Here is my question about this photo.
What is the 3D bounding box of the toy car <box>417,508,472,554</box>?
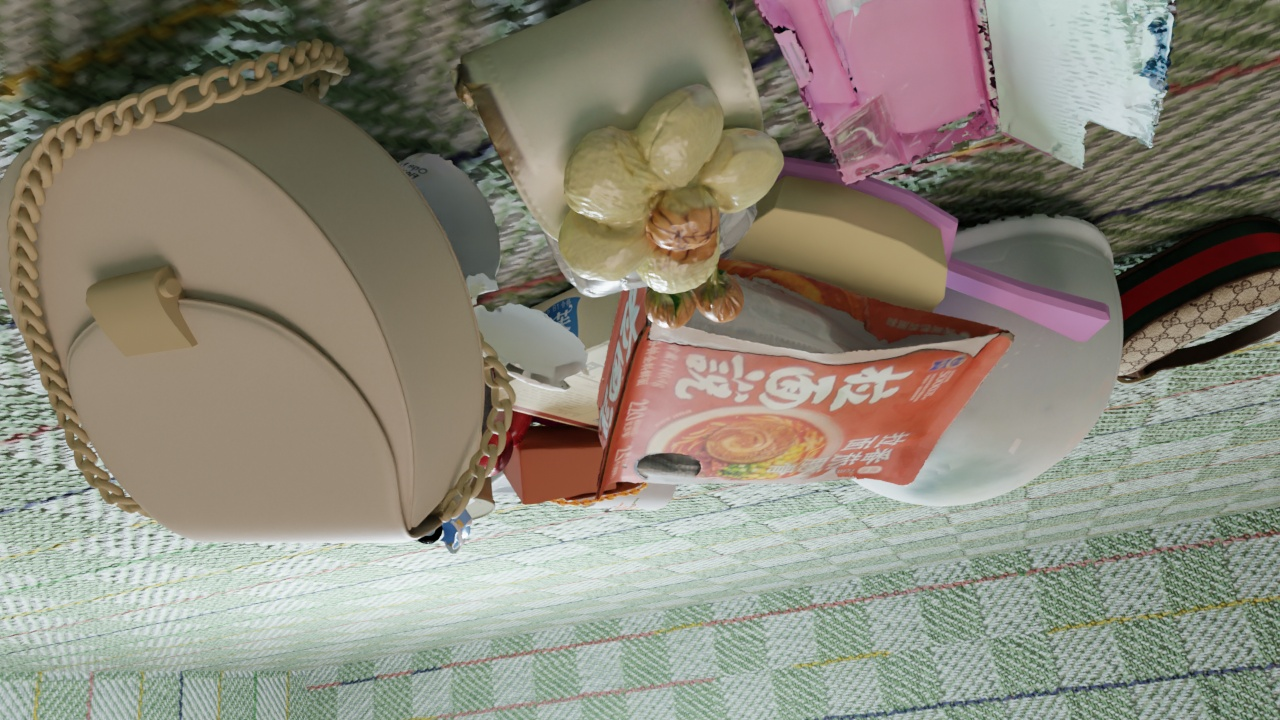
[{"bbox_3d":[-0.195,0.096,0.780,0.054,0.153,0.056,-38,167,-33],"label":"toy car"}]

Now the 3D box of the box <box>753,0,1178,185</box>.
[{"bbox_3d":[0.125,-0.142,0.361,0.159,0.066,0.230,9,167,27],"label":"box"}]

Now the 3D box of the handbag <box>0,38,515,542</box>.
[{"bbox_3d":[-0.175,-0.016,0.416,0.211,0.209,0.103,-6,-154,27],"label":"handbag"}]

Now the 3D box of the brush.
[{"bbox_3d":[0.161,-0.046,0.528,0.228,0.043,0.089,19,144,-4],"label":"brush"}]

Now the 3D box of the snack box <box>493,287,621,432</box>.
[{"bbox_3d":[-0.004,0.004,0.703,0.154,0.055,0.207,-22,155,32],"label":"snack box"}]

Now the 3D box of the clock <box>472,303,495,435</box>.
[{"bbox_3d":[-0.150,0.014,0.590,0.072,0.158,0.120,20,-151,22],"label":"clock"}]

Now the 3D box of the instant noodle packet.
[{"bbox_3d":[0.090,0.020,0.560,0.221,0.083,0.165,6,139,-8],"label":"instant noodle packet"}]

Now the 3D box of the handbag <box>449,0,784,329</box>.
[{"bbox_3d":[0.004,-0.076,0.408,0.112,0.123,0.171,-24,159,1],"label":"handbag"}]

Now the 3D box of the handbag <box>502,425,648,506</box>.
[{"bbox_3d":[-0.062,0.093,0.819,0.108,0.060,0.172,-5,-177,-14],"label":"handbag"}]

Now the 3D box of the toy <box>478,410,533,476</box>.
[{"bbox_3d":[-0.160,0.051,0.716,0.131,0.123,0.097,22,131,2],"label":"toy"}]

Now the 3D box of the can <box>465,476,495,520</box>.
[{"bbox_3d":[-0.207,0.112,0.887,0.128,0.073,0.128,-6,159,-3],"label":"can"}]

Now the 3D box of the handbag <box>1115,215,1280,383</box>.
[{"bbox_3d":[0.425,-0.032,0.701,0.167,0.063,0.138,-35,134,31],"label":"handbag"}]

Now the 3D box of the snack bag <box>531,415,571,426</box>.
[{"bbox_3d":[-0.006,0.046,0.864,0.196,0.016,0.070,0,159,-18],"label":"snack bag"}]

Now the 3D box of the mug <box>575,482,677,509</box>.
[{"bbox_3d":[-0.011,0.108,0.955,0.089,0.073,0.105,8,133,-34],"label":"mug"}]

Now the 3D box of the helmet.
[{"bbox_3d":[0.233,0.017,0.671,0.236,0.163,0.265,-3,158,-16],"label":"helmet"}]

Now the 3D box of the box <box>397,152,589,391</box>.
[{"bbox_3d":[-0.106,-0.030,0.473,0.137,0.143,0.083,-23,177,30],"label":"box"}]

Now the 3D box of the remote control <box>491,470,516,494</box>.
[{"bbox_3d":[-0.124,0.126,1.026,0.074,0.019,0.151,5,156,-29],"label":"remote control"}]
